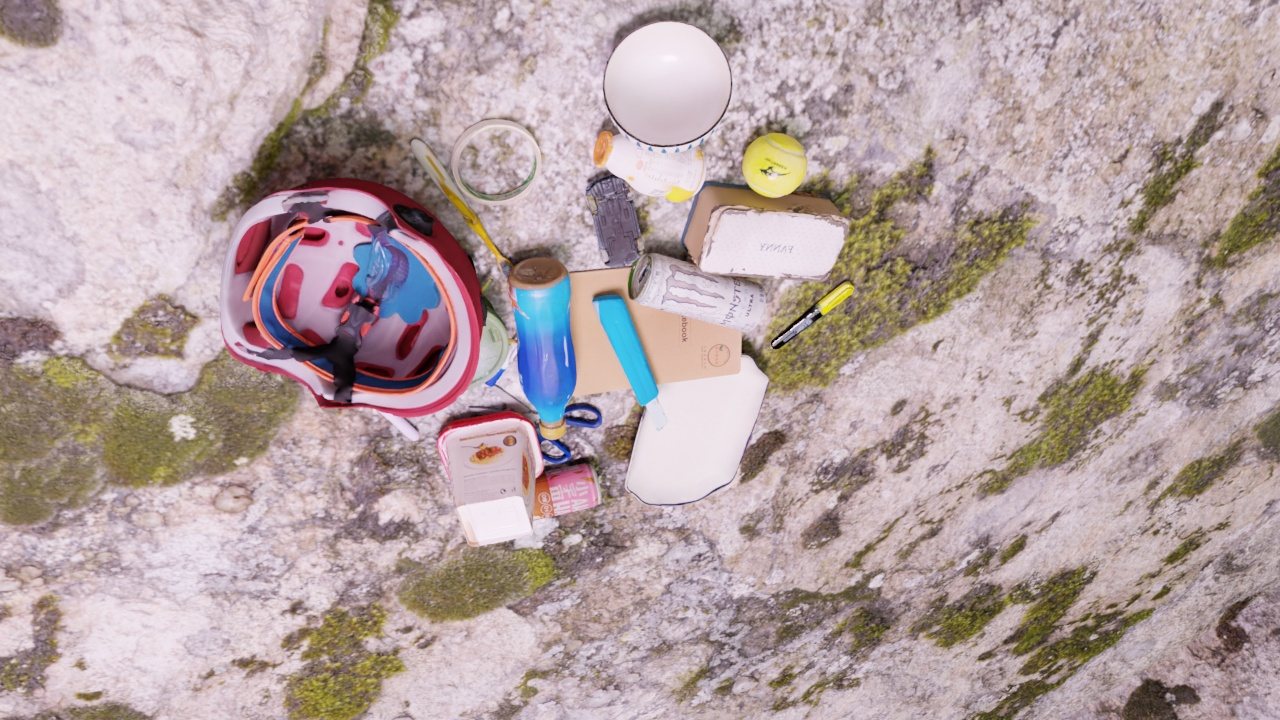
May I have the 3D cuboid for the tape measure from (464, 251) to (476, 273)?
[{"bbox_3d":[-0.194,-0.087,0.919,0.057,0.057,0.039,15,131,22],"label":"tape measure"}]

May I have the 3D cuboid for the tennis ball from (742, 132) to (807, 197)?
[{"bbox_3d":[0.138,-0.200,0.942,0.065,0.065,0.066,-11,132,-12],"label":"tennis ball"}]

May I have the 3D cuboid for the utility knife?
[{"bbox_3d":[-0.006,0.006,1.042,0.034,0.018,0.188,-21,117,4],"label":"utility knife"}]

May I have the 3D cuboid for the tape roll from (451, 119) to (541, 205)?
[{"bbox_3d":[-0.138,-0.189,0.882,0.085,0.014,0.086,-11,132,-12],"label":"tape roll"}]

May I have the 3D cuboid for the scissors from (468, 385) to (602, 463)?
[{"bbox_3d":[-0.126,0.078,1.118,0.163,0.012,0.161,-7,131,-13],"label":"scissors"}]

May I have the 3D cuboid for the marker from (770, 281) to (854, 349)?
[{"bbox_3d":[0.211,-0.053,1.131,0.124,0.015,0.018,-40,128,16],"label":"marker"}]

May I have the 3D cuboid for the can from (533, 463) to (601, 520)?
[{"bbox_3d":[-0.127,0.172,1.167,0.147,0.058,0.058,-12,132,-12],"label":"can"}]

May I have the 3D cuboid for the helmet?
[{"bbox_3d":[-0.241,-0.065,0.838,0.240,0.143,0.207,26,118,-4],"label":"helmet"}]

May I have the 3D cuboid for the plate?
[{"bbox_3d":[0.066,0.086,1.182,0.162,0.034,0.266,-2,130,-19],"label":"plate"}]

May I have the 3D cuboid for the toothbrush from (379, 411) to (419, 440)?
[{"bbox_3d":[-0.304,0.038,1.011,0.021,0.029,0.189,-58,137,-20],"label":"toothbrush"}]

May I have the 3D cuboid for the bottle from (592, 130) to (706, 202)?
[{"bbox_3d":[0.009,-0.195,0.899,0.108,0.063,0.063,9,125,-28],"label":"bottle"}]

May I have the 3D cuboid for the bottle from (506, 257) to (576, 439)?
[{"bbox_3d":[-0.103,-0.004,0.993,0.065,0.065,0.219,-10,128,-13],"label":"bottle"}]

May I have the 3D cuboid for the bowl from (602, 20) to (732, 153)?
[{"bbox_3d":[0.025,-0.245,0.847,0.116,0.116,0.066,-24,177,0],"label":"bowl"}]

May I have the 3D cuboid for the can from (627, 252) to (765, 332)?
[{"bbox_3d":[0.063,-0.074,1.008,0.146,0.058,0.058,14,123,-22],"label":"can"}]

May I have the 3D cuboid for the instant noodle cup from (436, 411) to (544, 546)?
[{"bbox_3d":[-0.172,0.140,1.069,0.116,0.124,0.116,-11,134,-3],"label":"instant noodle cup"}]

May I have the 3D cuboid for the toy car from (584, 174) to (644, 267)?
[{"bbox_3d":[-0.027,-0.144,0.951,0.049,0.031,0.106,-17,131,-6],"label":"toy car"}]

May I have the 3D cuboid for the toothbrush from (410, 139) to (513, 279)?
[{"bbox_3d":[-0.170,-0.142,0.907,0.016,0.018,0.191,-30,133,3],"label":"toothbrush"}]

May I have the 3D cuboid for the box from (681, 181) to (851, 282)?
[{"bbox_3d":[0.131,-0.138,0.999,0.184,0.061,0.090,5,126,-22],"label":"box"}]

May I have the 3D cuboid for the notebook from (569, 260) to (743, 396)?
[{"bbox_3d":[0.019,-0.040,1.047,0.207,0.008,0.148,-7,114,-15],"label":"notebook"}]

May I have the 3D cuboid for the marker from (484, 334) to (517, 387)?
[{"bbox_3d":[-0.131,-0.026,1.023,0.017,0.017,0.146,24,117,-35],"label":"marker"}]

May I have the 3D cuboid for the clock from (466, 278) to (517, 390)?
[{"bbox_3d":[-0.216,-0.020,0.969,0.161,0.056,0.116,-20,132,-4],"label":"clock"}]
